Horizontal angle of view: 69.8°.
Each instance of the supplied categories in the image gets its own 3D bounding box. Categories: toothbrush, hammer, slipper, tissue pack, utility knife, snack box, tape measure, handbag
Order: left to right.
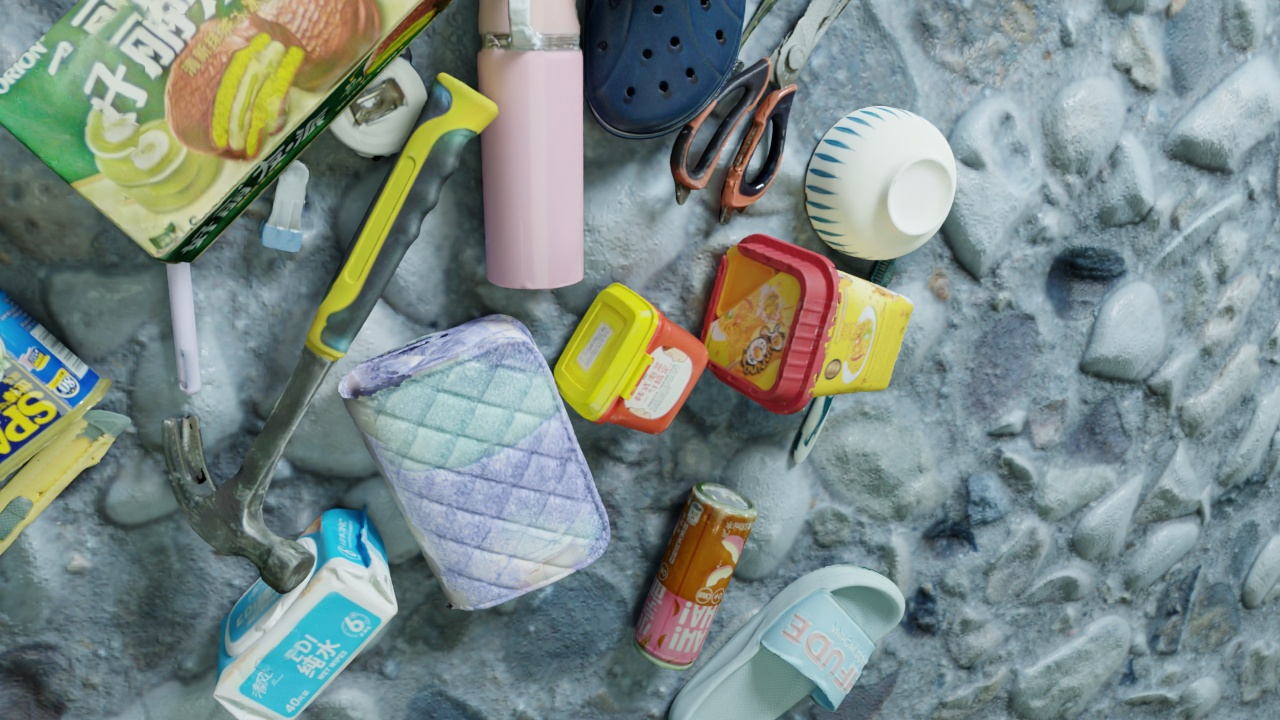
[{"bbox_3d":[-0.399,0.102,0.576,0.198,0.021,0.031,-45,113,4],"label":"utility knife"},{"bbox_3d":[-0.279,-0.067,0.556,0.029,0.021,0.189,12,110,15],"label":"toothbrush"},{"bbox_3d":[-0.211,-0.174,0.493,0.114,0.063,0.240,44,86,-10],"label":"snack box"},{"bbox_3d":[-0.228,0.170,0.623,0.140,0.090,0.063,-46,119,0],"label":"tissue pack"},{"bbox_3d":[-0.187,-0.025,0.557,0.126,0.032,0.323,32,98,11],"label":"hammer"},{"bbox_3d":[-0.162,-0.158,0.560,0.066,0.033,0.066,-28,115,-10],"label":"tape measure"},{"bbox_3d":[-0.109,0.072,0.643,0.134,0.075,0.194,-22,114,-8],"label":"handbag"},{"bbox_3d":[-0.004,0.004,0.657,0.080,0.082,0.091,26,99,-37],"label":"snack box"},{"bbox_3d":[0.019,-0.261,0.551,0.105,0.095,0.253,2,106,-2],"label":"slipper"},{"bbox_3d":[0.133,0.275,0.813,0.245,0.074,0.104,-37,117,-3],"label":"slipper"},{"bbox_3d":[0.106,-0.269,0.633,0.012,0.017,0.186,29,97,-40],"label":"toothbrush"},{"bbox_3d":[0.168,0.001,0.757,0.016,0.018,0.192,16,102,-26],"label":"toothbrush"}]

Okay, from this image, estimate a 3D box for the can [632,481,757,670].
[{"bbox_3d":[0.044,0.175,0.750,0.058,0.058,0.147,15,103,-26],"label":"can"}]

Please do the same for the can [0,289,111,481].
[{"bbox_3d":[-0.379,0.020,0.527,0.102,0.057,0.083,-39,116,-5],"label":"can"}]

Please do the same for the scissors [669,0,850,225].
[{"bbox_3d":[0.104,-0.195,0.655,0.205,0.015,0.197,-23,125,-26],"label":"scissors"}]

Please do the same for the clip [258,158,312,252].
[{"bbox_3d":[-0.219,-0.097,0.569,0.026,0.041,0.058,12,103,-23],"label":"clip"}]

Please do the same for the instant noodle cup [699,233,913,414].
[{"bbox_3d":[0.127,-0.025,0.685,0.123,0.116,0.116,4,108,-35],"label":"instant noodle cup"}]

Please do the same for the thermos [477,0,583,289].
[{"bbox_3d":[-0.068,-0.144,0.572,0.067,0.087,0.199,1,111,-2],"label":"thermos"}]

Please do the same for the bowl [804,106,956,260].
[{"bbox_3d":[0.190,-0.129,0.690,0.116,0.066,0.116,-7,112,-19],"label":"bowl"}]
